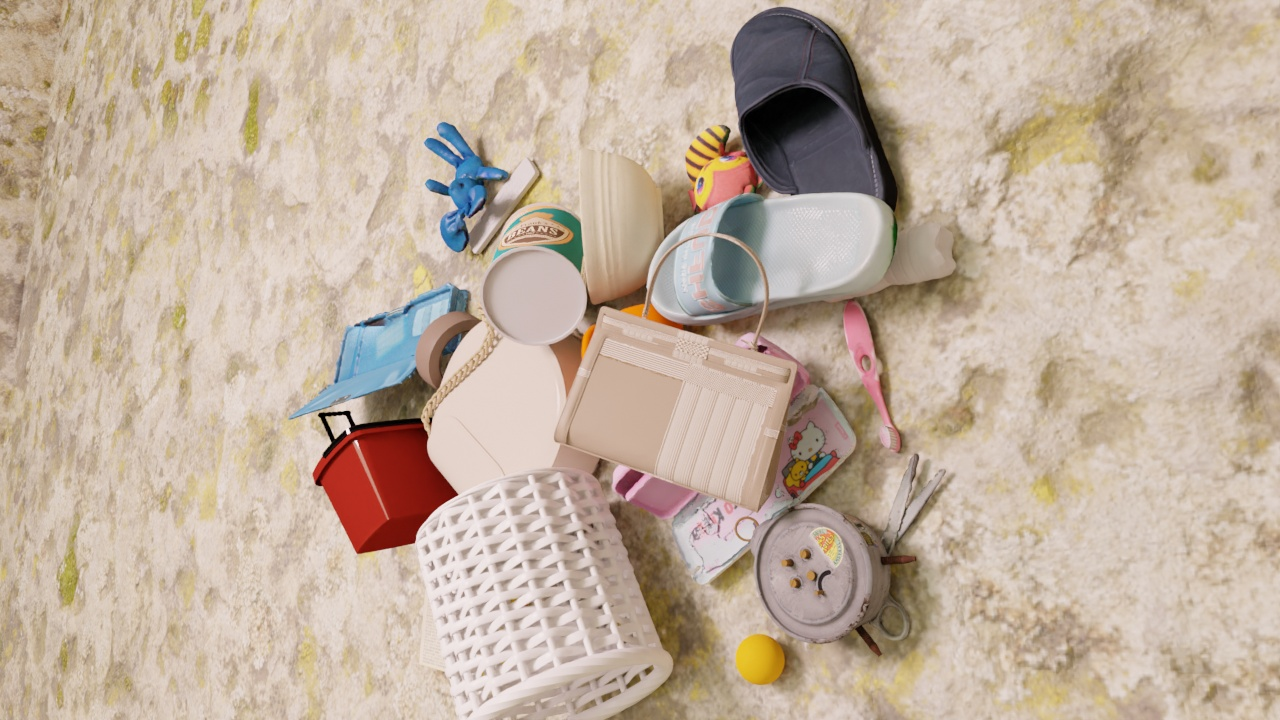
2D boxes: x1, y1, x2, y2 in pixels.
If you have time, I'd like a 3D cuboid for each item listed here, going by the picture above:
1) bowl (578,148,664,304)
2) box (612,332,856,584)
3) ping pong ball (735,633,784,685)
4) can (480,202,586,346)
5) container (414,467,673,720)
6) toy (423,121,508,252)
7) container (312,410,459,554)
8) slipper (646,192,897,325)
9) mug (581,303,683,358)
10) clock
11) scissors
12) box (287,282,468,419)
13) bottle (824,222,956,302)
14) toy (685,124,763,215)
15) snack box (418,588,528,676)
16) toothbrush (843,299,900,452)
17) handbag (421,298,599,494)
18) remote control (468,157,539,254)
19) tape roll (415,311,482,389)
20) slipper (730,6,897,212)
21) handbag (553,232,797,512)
[{"bbox_3d":[-0.015,-0.131,0.890,0.075,0.151,0.150,-3,75,1],"label":"bowl"},{"bbox_3d":[0.075,0.089,0.785,0.202,0.111,0.101,-48,28,23],"label":"box"},{"bbox_3d":[0.098,0.245,0.753,0.040,0.040,0.040,-11,73,40],"label":"ping pong ball"},{"bbox_3d":[-0.100,-0.090,0.919,0.099,0.099,0.143,-51,16,21],"label":"can"},{"bbox_3d":[-0.091,0.223,0.826,0.190,0.189,0.186,-42,55,27],"label":"container"},{"bbox_3d":[-0.219,-0.210,1.113,0.113,0.071,0.176,-45,49,30],"label":"toy"},{"bbox_3d":[-0.298,0.110,1.063,0.127,0.147,0.200,-44,63,34],"label":"container"},{"bbox_3d":[0.093,-0.091,0.756,0.246,0.074,0.104,-4,77,46],"label":"slipper"},{"bbox_3d":[-0.005,0.005,0.849,0.078,0.112,0.095,-35,58,44],"label":"mug"},{"bbox_3d":[0.131,0.159,0.718,0.148,0.056,0.104,24,100,44],"label":"clock"},{"bbox_3d":[0.181,0.148,0.720,0.131,0.014,0.153,-7,79,40],"label":"scissors"},{"bbox_3d":[-0.321,0.002,1.144,0.232,0.060,0.174,-15,40,37],"label":"box"},{"bbox_3d":[0.184,-0.076,0.746,0.136,0.044,0.044,-12,72,39],"label":"bottle"},{"bbox_3d":[0.075,-0.172,0.865,0.084,0.046,0.103,-44,51,33],"label":"toy"},{"bbox_3d":[-0.178,0.288,0.973,0.106,0.061,0.083,-3,78,41],"label":"snack box"},{"bbox_3d":[0.186,0.010,0.744,0.022,0.016,0.135,-27,64,34],"label":"toothbrush"},{"bbox_3d":[-0.136,0.061,0.960,0.211,0.103,0.209,39,109,40],"label":"handbag"},{"bbox_3d":[-0.165,-0.184,1.101,0.131,0.012,0.033,-48,51,23],"label":"remote control"},{"bbox_3d":[-0.207,-0.007,1.043,0.030,0.093,0.094,28,99,42],"label":"tape roll"},{"bbox_3d":[0.133,-0.219,0.798,0.109,0.083,0.265,-36,57,33],"label":"slipper"},{"bbox_3d":[0.040,-0.004,0.730,0.176,0.062,0.198,17,104,16],"label":"handbag"}]
